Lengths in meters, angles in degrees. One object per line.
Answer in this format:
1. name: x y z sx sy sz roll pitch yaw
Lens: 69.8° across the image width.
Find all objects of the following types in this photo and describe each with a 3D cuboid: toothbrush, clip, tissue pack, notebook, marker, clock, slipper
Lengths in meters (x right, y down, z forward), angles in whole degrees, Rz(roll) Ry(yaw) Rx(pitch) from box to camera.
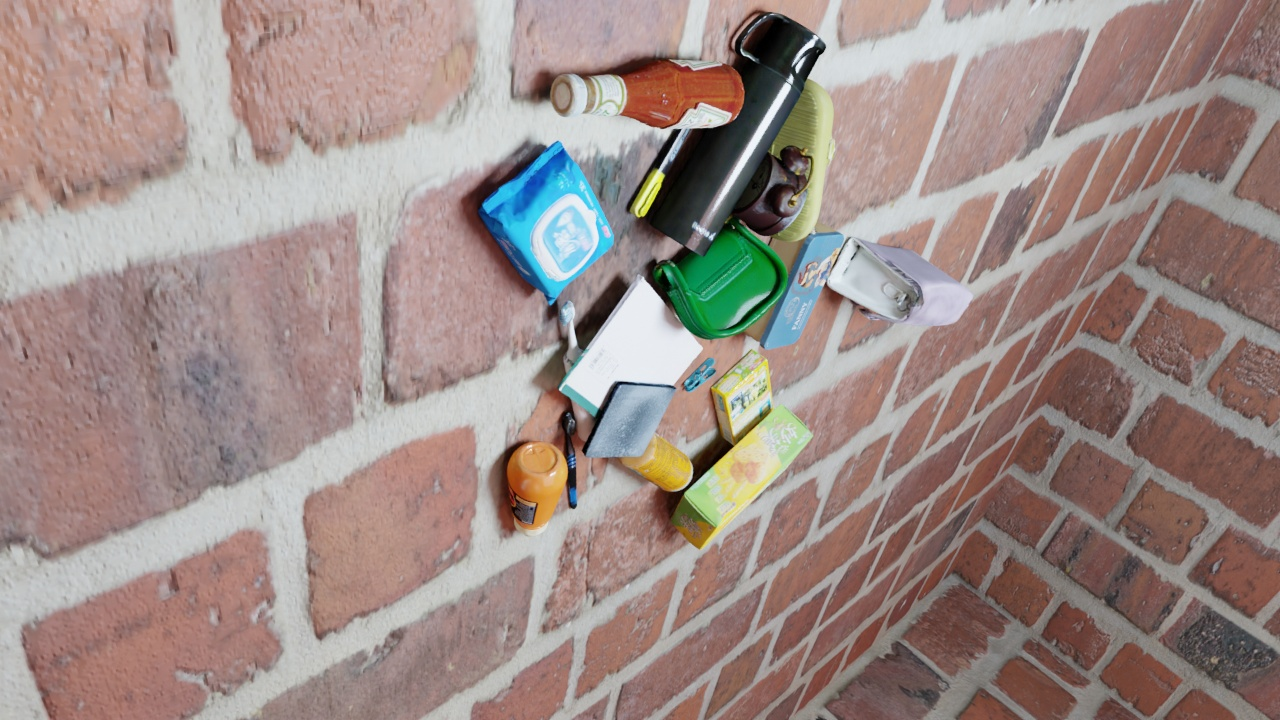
1. toothbrush: -0.068 0.015 1.003 0.026 0.027 0.221 -58 157 -35
2. clip: 0.079 0.021 1.217 0.055 0.013 0.039 -40 146 -22
3. tissue pack: -0.078 -0.118 0.828 0.095 0.052 0.157 -46 148 -10
4. notebook: -0.006 0.006 1.047 0.150 0.012 0.209 -53 151 -4
5. marker: 0.026 -0.199 0.919 0.124 0.015 0.018 -59 153 9
6. toothbrush: -0.083 0.127 1.111 0.014 0.016 0.190 -26 142 -24
7. clock: 0.139 -0.181 0.968 0.055 0.122 0.082 24 70 -33
8. slipper: 0.183 -0.225 1.030 0.081 0.092 0.191 -29 139 -37

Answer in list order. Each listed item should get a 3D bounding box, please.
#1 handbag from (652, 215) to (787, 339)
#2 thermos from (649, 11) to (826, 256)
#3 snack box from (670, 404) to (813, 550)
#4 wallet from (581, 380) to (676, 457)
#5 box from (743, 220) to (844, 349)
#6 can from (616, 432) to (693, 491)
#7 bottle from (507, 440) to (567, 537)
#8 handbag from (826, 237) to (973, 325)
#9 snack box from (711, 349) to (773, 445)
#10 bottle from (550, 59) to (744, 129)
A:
1. handbag: 0.089 -0.093 1.030 0.131 0.068 0.120 -42 105 -12
2. thermos: 0.090 -0.231 0.933 0.090 0.068 0.243 25 101 -29
3. snack box: 0.148 0.177 1.371 0.209 0.070 0.158 -39 165 -20
4. wallet: -0.013 0.069 1.076 0.120 0.019 0.097 6 114 -56
5. box: 0.193 -0.097 1.202 0.089 0.060 0.185 -14 131 -45
6. can: 0.020 0.130 1.207 0.058 0.058 0.146 -51 149 -2
7. bottle: -0.122 0.156 1.051 0.066 0.067 0.150 -29 149 -33
8. handbag: 0.386 -0.106 1.363 0.196 0.145 0.099 -2 121 -51
9. snack box: 0.149 0.056 1.328 0.086 0.034 0.140 -42 149 -16
10. bottle: 0.009 -0.236 0.816 0.205 0.060 0.060 -16 134 -42
